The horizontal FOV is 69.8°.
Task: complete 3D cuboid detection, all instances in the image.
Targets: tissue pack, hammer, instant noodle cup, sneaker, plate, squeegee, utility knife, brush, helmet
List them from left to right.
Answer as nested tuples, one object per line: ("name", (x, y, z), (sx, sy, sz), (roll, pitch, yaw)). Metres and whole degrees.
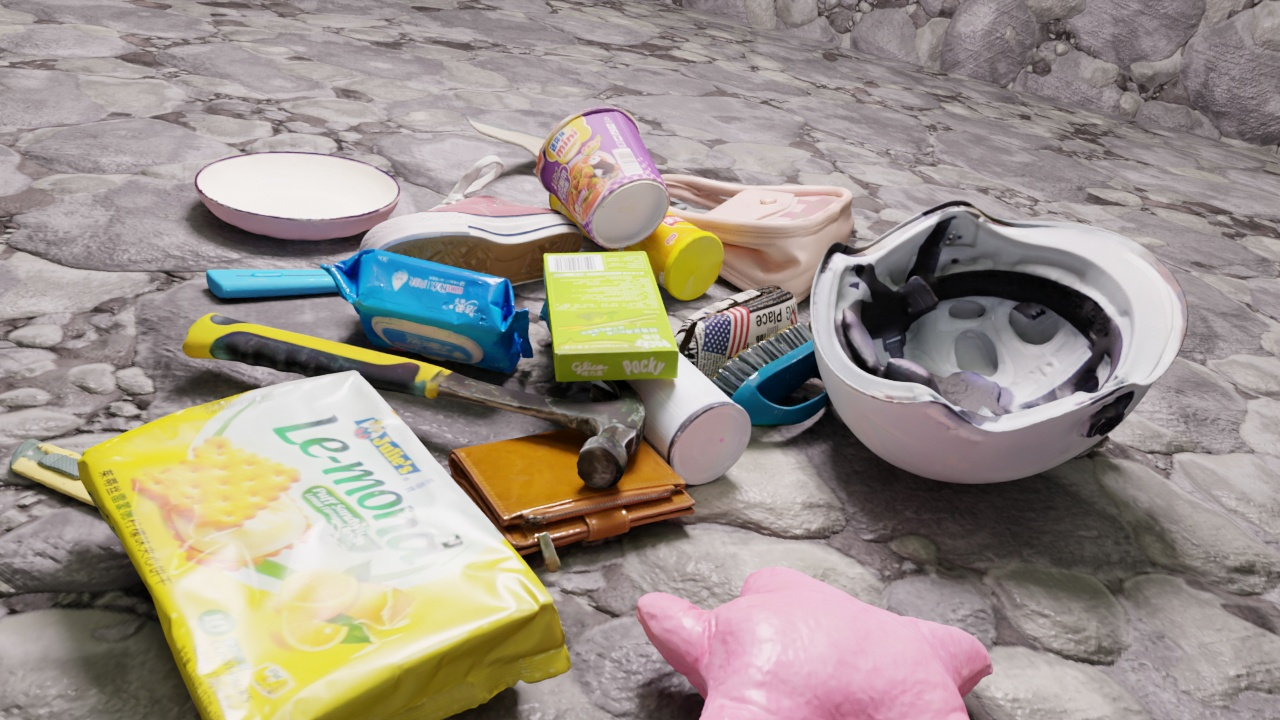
("utility knife", (-0.306, 0.076, 0.534), (0.152, 0.018, 0.030), (21, 36, 10))
("plate", (-0.339, -0.161, 0.917), (0.192, 0.039, 0.192), (8, 29, -5))
("utility knife", (-0.283, -0.069, 0.794), (0.165, 0.018, 0.034), (-5, 32, -29))
("hammer", (-0.154, 0.013, 0.630), (0.323, 0.032, 0.126), (12, 23, 8))
("tissue pack", (-0.159, -0.035, 0.699), (0.157, 0.095, 0.052), (13, 69, 3))
("sneaker", (-0.158, -0.114, 0.828), (0.088, 0.119, 0.240), (47, 36, 22))
("squeegee", (-0.056, -0.220, 1.123), (0.247, 0.039, 0.246), (27, 14, 15))
("instant noodle cup", (-0.029, -0.167, 0.874), (0.111, 0.112, 0.099), (-9, 53, -32))
("brush", (0.116, 0.017, 0.738), (0.073, 0.055, 0.143), (39, 38, 23))
("helmet", (0.258, 0.002, 0.698), (0.258, 0.146, 0.229), (-16, 46, -12))

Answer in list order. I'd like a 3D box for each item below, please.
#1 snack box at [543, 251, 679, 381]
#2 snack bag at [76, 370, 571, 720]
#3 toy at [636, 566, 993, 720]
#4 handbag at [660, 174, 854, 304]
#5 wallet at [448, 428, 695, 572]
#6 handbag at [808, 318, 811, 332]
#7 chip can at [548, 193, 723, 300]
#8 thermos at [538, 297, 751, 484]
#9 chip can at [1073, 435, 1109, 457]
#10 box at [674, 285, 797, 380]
("snack box", (-0.026, -0.036, 0.679), (0.085, 0.026, 0.156), (-3, 32, -9))
("snack bag", (-0.169, 0.101, 0.466), (0.157, 0.068, 0.246), (-17, 43, -38))
("toy", (0.096, 0.155, 0.467), (0.194, 0.075, 0.178), (8, 18, -12))
("handbag", (0.104, -0.156, 1.010), (0.234, 0.093, 0.192), (22, 29, 22))
("wallet", (-0.042, 0.080, 0.589), (0.130, 0.035, 0.119), (-7, 32, -30))
("handbag", (0.226, -0.075, 0.884), (0.163, 0.063, 0.179), (-39, 19, -31))
("chip can", (-0.008, -0.138, 0.955), (0.071, 0.072, 0.213), (-13, 36, -36))
("thermos", (-0.004, 0.004, 0.708), (0.073, 0.073, 0.224), (-8, 33, -30))
("chip can", (0.335, -0.003, 0.828), (0.071, 0.071, 0.214), (1, 30, -17))
("box", (0.078, -0.023, 0.790), (0.065, 0.074, 0.163), (-3, 11, 41))
